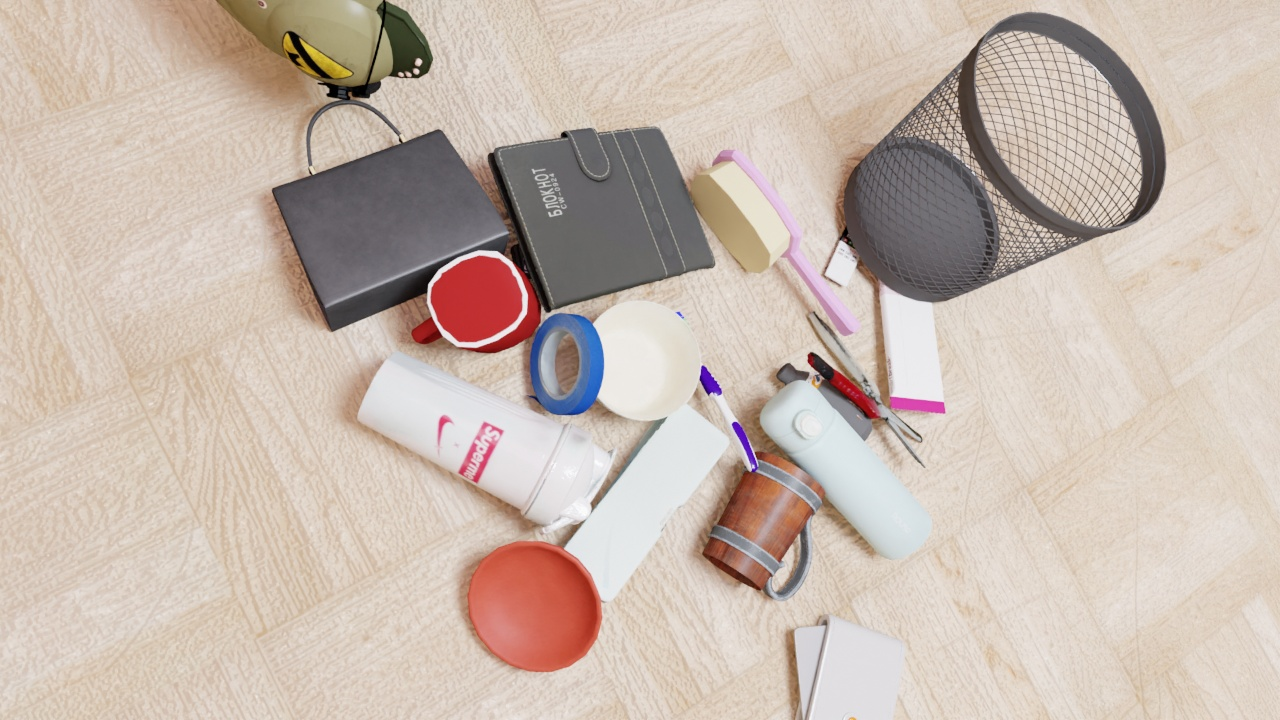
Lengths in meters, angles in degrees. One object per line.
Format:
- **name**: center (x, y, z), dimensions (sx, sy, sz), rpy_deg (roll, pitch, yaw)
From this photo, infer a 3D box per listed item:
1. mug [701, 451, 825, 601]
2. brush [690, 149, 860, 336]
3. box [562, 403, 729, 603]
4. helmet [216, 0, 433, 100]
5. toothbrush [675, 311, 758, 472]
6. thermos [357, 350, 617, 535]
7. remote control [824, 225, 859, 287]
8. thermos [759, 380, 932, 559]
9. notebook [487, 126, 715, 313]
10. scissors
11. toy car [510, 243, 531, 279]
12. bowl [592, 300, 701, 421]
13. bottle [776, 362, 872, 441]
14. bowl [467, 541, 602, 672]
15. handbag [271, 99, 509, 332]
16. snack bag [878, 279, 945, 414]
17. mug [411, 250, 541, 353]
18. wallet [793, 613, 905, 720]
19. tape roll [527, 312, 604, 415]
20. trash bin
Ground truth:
- **mug**: center (0.128, 0.166, 0.888), dimensions (0.117, 0.082, 0.111), rpy_deg (40, 74, -24)
- **brush**: center (0.138, -0.110, 0.935), dimensions (0.043, 0.089, 0.228), rpy_deg (-38, 90, -15)
- **box**: center (0.001, 0.131, 0.870), dimensions (0.083, 0.067, 0.198), rpy_deg (45, 71, -23)
- **helmet**: center (-0.258, -0.354, 0.777), dimensions (0.233, 0.256, 0.249), rpy_deg (24, 72, -13)
- **toothbrush**: center (0.071, 0.027, 0.899), dimensions (0.016, 0.015, 0.186), rpy_deg (-18, 65, -21)
- **thermos**: center (-0.138, 0.074, 0.824), dimensions (0.220, 0.099, 0.099), rpy_deg (27, 73, -4)
- **remote control**: center (0.235, -0.137, 1.008), dimensions (0.028, 0.012, 0.124), rpy_deg (29, 73, -8)
- **thermos**: center (0.200, 0.106, 0.899), dimensions (0.065, 0.078, 0.207), rpy_deg (-43, 105, 1)
- **notebook**: center (-0.033, -0.148, 0.900), dimensions (0.208, 0.030, 0.169), rpy_deg (-19, 87, -38)
- **scissors**: center (0.224, 0.024, 0.945), dimensions (0.198, 0.015, 0.179), rpy_deg (22, 37, -45)
- **toy car**: center (-0.079, -0.103, 0.901), dimensions (0.092, 0.037, 0.040), rpy_deg (-10, 82, -17)
- **bowl**: center (-0.005, 0.005, 0.885), dimensions (0.115, 0.063, 0.115), rpy_deg (3, 78, -15)
- **bottle**: center (0.186, 0.044, 0.939), dimensions (0.112, 0.047, 0.047), rpy_deg (40, 71, -6)
- **bowl**: center (-0.090, 0.213, 0.815), dimensions (0.122, 0.035, 0.122), rpy_deg (2, 100, 11)
- **handbag**: center (-0.248, -0.156, 0.854), dimensions (0.175, 0.072, 0.195), rpy_deg (-26, 82, -19)
- **snack bag**: center (0.289, -0.039, 0.991), dimensions (0.070, 0.016, 0.196), rpy_deg (5, 70, -19)
- **mug**: center (-0.153, -0.044, 0.831), dimensions (0.116, 0.096, 0.080), rpy_deg (-26, 88, 0)
- **wallet**: center (0.191, 0.313, 0.891), dimensions (0.115, 0.038, 0.118), rpy_deg (22, 70, -10)
- **tape roll**: center (-0.069, 0.003, 0.844), dimensions (0.016, 0.091, 0.093), rpy_deg (4, 103, -42)
- **trash bin**: center (0.348, -0.185, 0.922), dimensions (0.217, 0.228, 0.217), rpy_deg (6, 71, -20)
